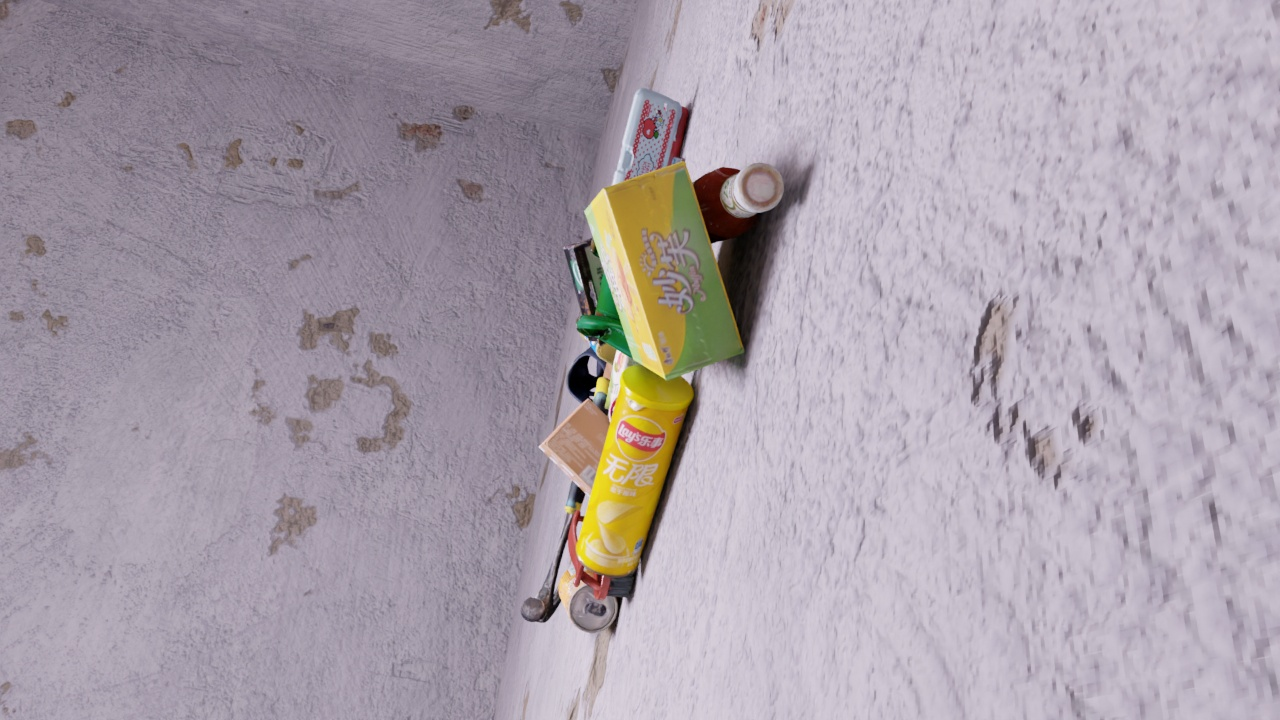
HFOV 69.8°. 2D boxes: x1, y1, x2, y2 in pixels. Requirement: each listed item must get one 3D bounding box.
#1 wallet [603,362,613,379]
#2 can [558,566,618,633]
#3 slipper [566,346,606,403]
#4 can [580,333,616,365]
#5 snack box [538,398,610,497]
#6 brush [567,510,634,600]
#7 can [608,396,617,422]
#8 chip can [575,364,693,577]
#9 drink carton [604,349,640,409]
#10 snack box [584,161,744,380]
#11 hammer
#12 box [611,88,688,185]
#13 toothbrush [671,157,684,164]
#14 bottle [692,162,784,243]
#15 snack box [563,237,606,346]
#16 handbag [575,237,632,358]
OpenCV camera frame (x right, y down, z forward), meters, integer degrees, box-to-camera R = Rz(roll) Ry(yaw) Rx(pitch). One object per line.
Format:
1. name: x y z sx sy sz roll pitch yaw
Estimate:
1. wallet: -0.023 0.006 1.260 0.115 0.020 0.101 -137 59 -64
2. can: -0.063 0.278 1.079 0.146 0.058 0.058 151 130 -80
3. slipper: -0.068 0.020 1.428 0.267 0.083 0.111 -101 26 -67
4. can: -0.027 -0.050 1.203 0.102 0.057 0.083 -56 25 8
5. snack box: -0.062 0.108 1.110 0.077 0.093 0.094 -46 1 -12
6. brush: -0.045 0.211 1.013 0.145 0.069 0.063 -99 21 -69
7. can: -0.002 0.059 0.998 0.133 0.053 0.053 168 114 -81
8. chip can: -0.008 0.111 0.906 0.072 0.072 0.214 -93 16 -61
9. drink carton: -0.007 0.007 1.134 0.053 0.045 0.122 -177 97 -71
10. snack box: 0.014 -0.074 0.793 0.210 0.070 0.157 -151 42 -81
11. hammer: -0.086 0.179 1.198 0.126 0.032 0.322 74 -149 -75
12. box: 0.017 -0.271 1.308 0.154 0.074 0.201 -2 -73 -68
13. toothbrush: 0.040 -0.195 1.211 0.016 0.017 0.187 115 165 -62
14. bottle: 0.071 -0.128 0.738 0.206 0.059 0.060 -149 71 -82
15. snack box: -0.028 -0.086 1.029 0.053 0.125 0.113 -1 107 51
16. handbag: -0.002 -0.068 0.955 0.068 0.120 0.131 132 151 -64
